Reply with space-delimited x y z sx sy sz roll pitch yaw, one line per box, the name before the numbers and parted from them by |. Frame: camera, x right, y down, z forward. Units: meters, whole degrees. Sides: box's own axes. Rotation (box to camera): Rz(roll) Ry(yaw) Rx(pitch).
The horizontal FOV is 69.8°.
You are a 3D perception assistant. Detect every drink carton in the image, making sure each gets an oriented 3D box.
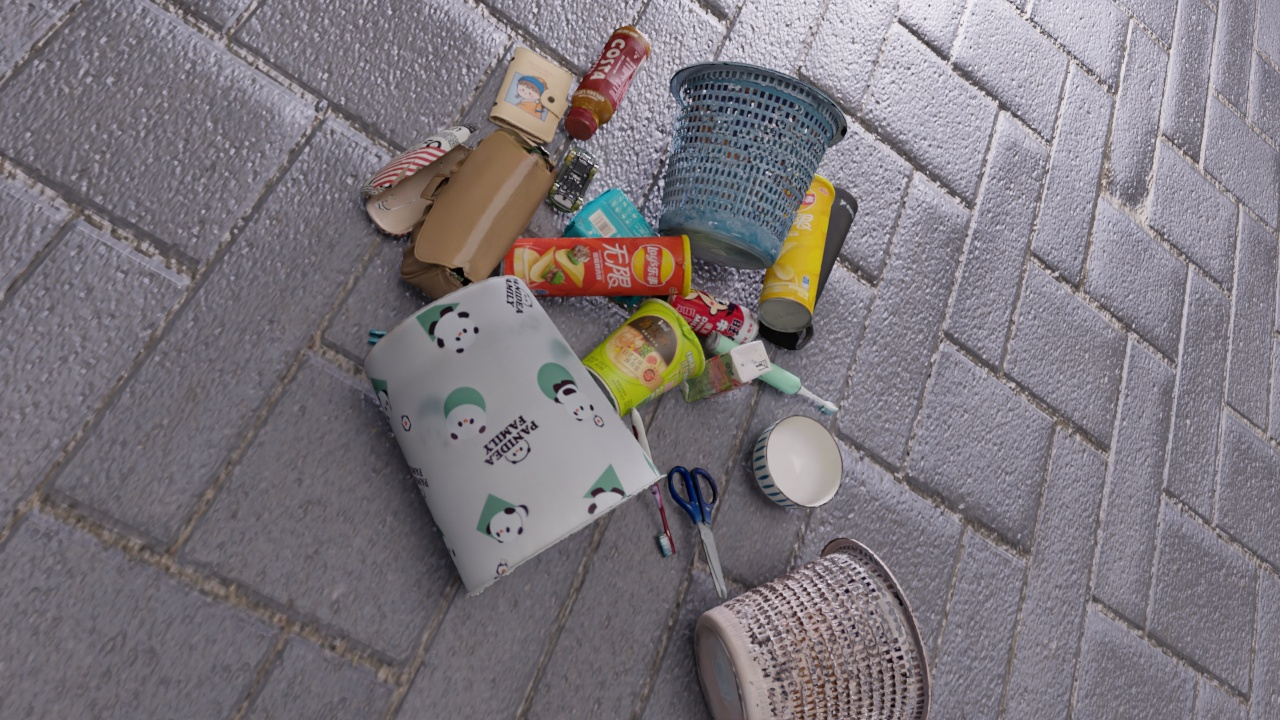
drink carton | 0.100 0.017 1.108 0.053 0.123 0.045 -19 85 -33

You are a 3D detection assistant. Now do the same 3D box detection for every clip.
clip | -0.266 -0.021 0.992 0.056 0.014 0.039 14 67 -25

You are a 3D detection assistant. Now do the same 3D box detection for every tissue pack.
tissue pack | -0.026 -0.140 1.134 0.133 0.050 0.093 50 57 -6

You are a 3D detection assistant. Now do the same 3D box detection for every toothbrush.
toothbrush | 0.175 0.021 1.186 0.224 0.027 0.026 27 41 -26
toothbrush | 0.011 0.141 1.049 0.017 0.016 0.187 -20 105 -20

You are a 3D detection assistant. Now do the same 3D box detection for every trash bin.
trash bin | -0.135 0.069 0.917 0.229 0.230 0.252 -28 82 -32
trash bin | 0.173 0.327 1.007 0.192 0.228 0.227 -11 79 -18
trash bin | 0.117 -0.225 1.127 0.226 0.227 0.195 20 84 -21

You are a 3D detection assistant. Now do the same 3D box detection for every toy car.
toy car | -0.085 -0.222 1.138 0.043 0.036 0.091 31 61 -17

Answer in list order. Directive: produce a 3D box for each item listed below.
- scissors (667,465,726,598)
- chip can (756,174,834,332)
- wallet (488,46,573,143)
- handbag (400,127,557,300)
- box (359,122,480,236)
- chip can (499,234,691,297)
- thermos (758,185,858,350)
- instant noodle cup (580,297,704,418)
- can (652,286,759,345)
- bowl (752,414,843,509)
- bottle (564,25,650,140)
scissors | 0.064 0.194 1.060 0.108 0.012 0.174 25 42 -10
chip can | 0.201 -0.142 1.183 0.072 0.072 0.212 27 58 -18
wallet | -0.134 -0.332 1.158 0.087 0.024 0.115 22 64 -15
handbag | -0.178 -0.160 0.985 0.099 0.148 0.204 37 78 -26
box | -0.238 -0.203 1.040 0.162 0.076 0.088 -47 125 -32
chip can | -0.051 -0.108 1.055 0.216 0.073 0.073 0 73 -4
thermos | 0.234 -0.124 1.264 0.090 0.069 0.241 49 57 -37
instant noodle cup | -0.006 0.006 1.070 0.123 0.112 0.111 -37 93 -24
can | 0.082 -0.058 1.162 0.132 0.053 0.053 19 66 -21
bowl | 0.188 0.132 1.149 0.116 0.066 0.116 9 69 -25
bottle | -0.044 -0.359 1.191 0.057 0.058 0.174 34 61 -14
